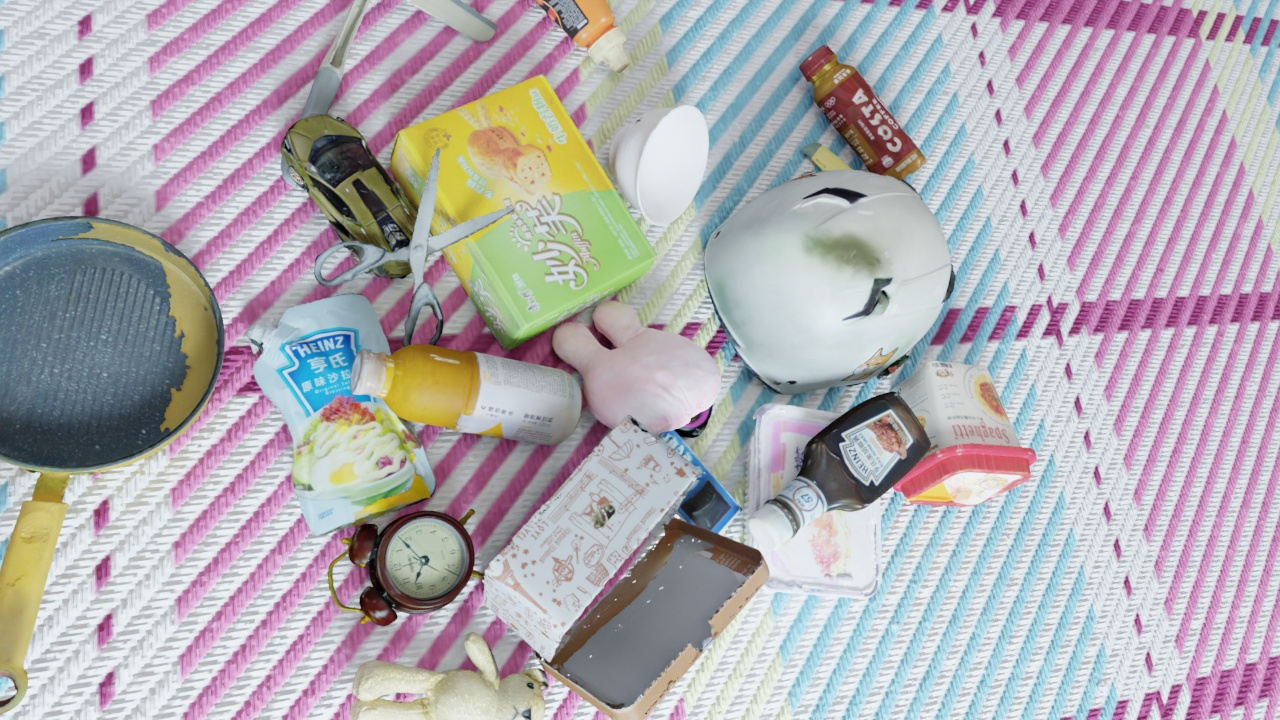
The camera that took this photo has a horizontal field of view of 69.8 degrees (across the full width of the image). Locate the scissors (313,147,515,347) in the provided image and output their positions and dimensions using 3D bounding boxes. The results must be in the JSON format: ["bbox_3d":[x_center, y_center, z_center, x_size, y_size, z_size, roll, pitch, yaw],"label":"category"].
[{"bbox_3d":[-0.185,-0.087,0.770,0.179,0.014,0.159,-20,96,1],"label":"scissors"}]

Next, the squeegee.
[{"bbox_3d":[-0.276,-0.265,0.830,0.246,0.039,0.246,26,72,-33],"label":"squeegee"}]

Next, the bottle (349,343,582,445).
[{"bbox_3d":[-0.143,0.026,0.767,0.189,0.068,0.068,13,70,-28],"label":"bottle"}]

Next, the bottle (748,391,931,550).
[{"bbox_3d":[0.179,0.104,0.835,0.194,0.044,0.080,-32,87,-25],"label":"bottle"}]

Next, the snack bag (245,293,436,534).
[{"bbox_3d":[-0.246,0.039,0.753,0.110,0.039,0.191,-18,80,-23],"label":"snack bag"}]

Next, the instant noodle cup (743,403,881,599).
[{"bbox_3d":[0.155,0.136,0.873,0.138,0.060,0.173,10,70,-19],"label":"instant noodle cup"}]

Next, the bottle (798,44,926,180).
[{"bbox_3d":[0.247,-0.275,1.033,0.057,0.058,0.175,-39,91,-27],"label":"bottle"}]

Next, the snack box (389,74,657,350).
[{"bbox_3d":[-0.107,-0.138,0.842,0.157,0.070,0.210,-31,87,-27],"label":"snack box"}]

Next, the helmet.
[{"bbox_3d":[0.208,-0.095,0.908,0.273,0.157,0.230,-16,81,-25],"label":"helmet"}]

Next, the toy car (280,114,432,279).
[{"bbox_3d":[-0.244,-0.141,0.793,0.070,0.042,0.158,-44,106,-26],"label":"toy car"}]

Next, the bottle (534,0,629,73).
[{"bbox_3d":[-0.062,-0.359,0.935,0.066,0.067,0.149,-42,100,-27],"label":"bottle"}]

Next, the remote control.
[{"bbox_3d":[0.039,0.112,0.841,0.049,0.024,0.125,-44,104,-16],"label":"remote control"}]

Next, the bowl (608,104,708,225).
[{"bbox_3d":[0.009,-0.199,0.903,0.065,0.118,0.118,24,60,29],"label":"bowl"}]

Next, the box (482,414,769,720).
[{"bbox_3d":[-0.008,0.182,0.743,0.174,0.152,0.181,38,63,12],"label":"box"}]

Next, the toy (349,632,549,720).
[{"bbox_3d":[-0.146,0.264,0.709,0.157,0.066,0.105,15,75,-25],"label":"toy"}]

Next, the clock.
[{"bbox_3d":[-0.185,0.163,0.729,0.121,0.055,0.082,-12,79,-23],"label":"clock"}]

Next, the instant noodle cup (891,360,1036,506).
[{"bbox_3d":[0.318,0.074,0.935,0.116,0.117,0.124,6,60,-20],"label":"instant noodle cup"}]

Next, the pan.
[{"bbox_3d":[-0.415,0.060,0.654,0.197,0.078,0.356,6,72,-20],"label":"pan"}]

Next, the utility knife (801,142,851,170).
[{"bbox_3d":[0.269,-0.176,1.034,0.216,0.022,0.030,37,65,-1],"label":"utility knife"}]

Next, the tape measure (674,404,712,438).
[{"bbox_3d":[0.039,0.043,0.864,0.057,0.039,0.057,12,70,-18],"label":"tape measure"}]

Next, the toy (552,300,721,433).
[{"bbox_3d":[-0.005,0.005,0.829,0.121,0.054,0.159,-30,54,-24],"label":"toy"}]
